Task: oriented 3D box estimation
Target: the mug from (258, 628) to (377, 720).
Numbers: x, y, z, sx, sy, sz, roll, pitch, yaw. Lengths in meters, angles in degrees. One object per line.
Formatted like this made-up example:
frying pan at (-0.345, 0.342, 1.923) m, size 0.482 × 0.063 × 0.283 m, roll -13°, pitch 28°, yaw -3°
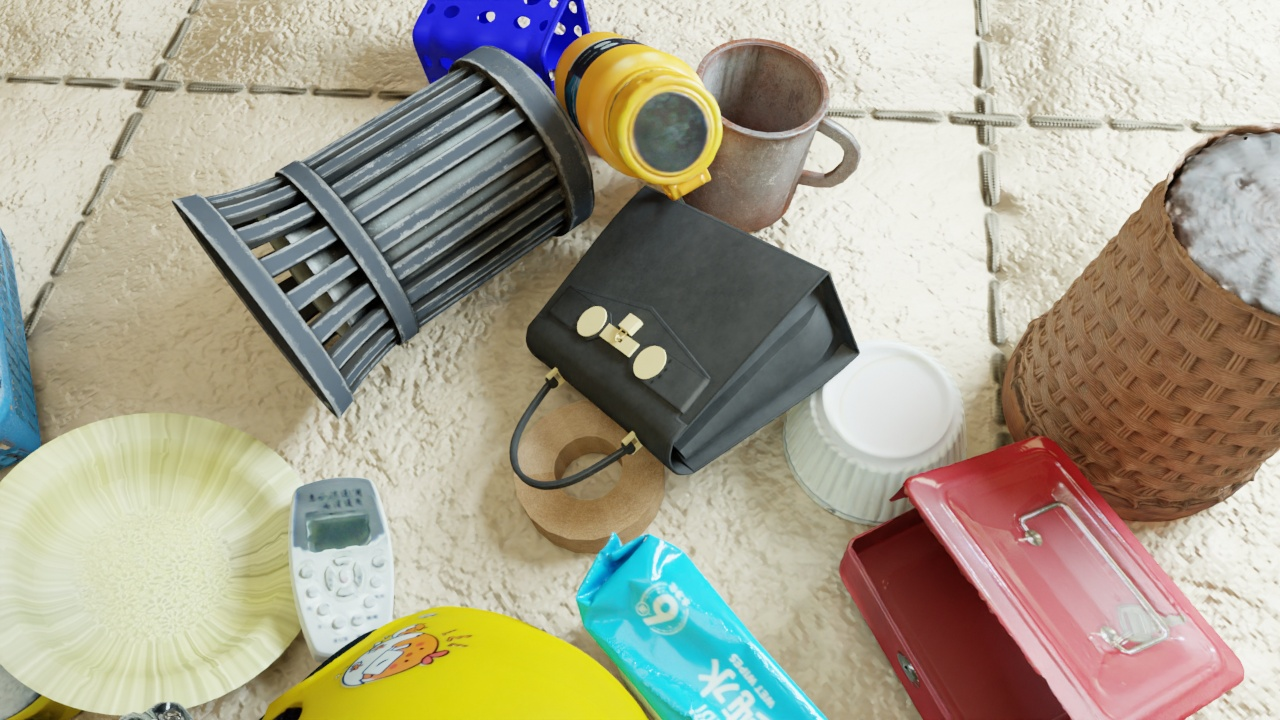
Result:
mug at (-0.141, 0.216, 0.489) m, size 0.094 × 0.085 × 0.121 m, roll -41°, pitch 93°, yaw -20°

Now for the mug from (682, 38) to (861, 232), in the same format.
mug at (0.091, -0.149, 0.645) m, size 0.123 × 0.110 × 0.096 m, roll 24°, pitch 67°, yaw 7°

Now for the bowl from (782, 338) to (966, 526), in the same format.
bowl at (0.147, 0.037, 0.564) m, size 0.115 × 0.062 × 0.115 m, roll -2°, pitch 61°, yaw 4°

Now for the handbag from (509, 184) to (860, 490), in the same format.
handbag at (-0.003, 0.003, 0.567) m, size 0.195 × 0.072 × 0.176 m, roll -43°, pitch 43°, yaw -11°

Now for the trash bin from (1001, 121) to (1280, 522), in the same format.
trash bin at (0.299, -0.017, 0.496) m, size 0.151 × 0.210 × 0.151 m, roll -2°, pitch 60°, yaw 4°

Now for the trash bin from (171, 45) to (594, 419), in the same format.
trash bin at (-0.157, -0.095, 0.615) m, size 0.227 × 0.164 × 0.164 m, roll -38°, pitch 65°, yaw -19°

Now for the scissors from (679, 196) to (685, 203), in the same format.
scissors at (0.034, -0.166, 0.716) m, size 0.101 × 0.016 × 0.178 m, roll -33°, pitch 63°, yaw -13°

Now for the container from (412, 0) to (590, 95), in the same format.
container at (-0.109, -0.252, 0.737) m, size 0.114 × 0.084 × 0.085 m, roll 13°, pitch 65°, yaw 14°

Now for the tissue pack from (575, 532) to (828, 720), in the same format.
tissue pack at (0.052, 0.183, 0.464) m, size 0.066 × 0.117 × 0.209 m, roll -40°, pitch 66°, yaw -13°

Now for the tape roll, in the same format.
tape roll at (-0.031, 0.073, 0.582) m, size 0.094 × 0.027 × 0.093 m, roll -2°, pitch 61°, yaw 4°

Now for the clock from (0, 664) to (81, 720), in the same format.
clock at (-0.364, 0.187, 0.534) m, size 0.083 × 0.057 × 0.118 m, roll 5°, pitch 62°, yaw 7°

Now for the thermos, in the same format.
thermos at (0.000, -0.166, 0.606) m, size 0.076 × 0.091 × 0.232 m, roll -56°, pitch 23°, yaw 13°

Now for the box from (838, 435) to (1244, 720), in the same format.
box at (0.203, 0.139, 0.494) m, size 0.136 × 0.127 × 0.157 m, roll -12°, pitch 55°, yaw -25°

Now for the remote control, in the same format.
remote control at (-0.182, 0.126, 0.558) m, size 0.060 × 0.028 × 0.114 m, roll -3°, pitch 59°, yaw -21°

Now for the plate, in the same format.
plate at (-0.288, 0.120, 0.548) m, size 0.184 × 0.036 × 0.184 m, roll 17°, pitch 50°, yaw -21°

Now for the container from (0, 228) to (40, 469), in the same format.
container at (-0.596, 0.030, 0.624) m, size 0.362 × 0.089 × 0.257 m, roll -24°, pitch 62°, yaw -8°

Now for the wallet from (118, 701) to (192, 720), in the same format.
wallet at (-0.249, 0.252, 0.459) m, size 0.100 × 0.054 × 0.132 m, roll 39°, pitch 114°, yaw 26°

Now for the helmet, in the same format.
helmet at (-0.079, 0.224, 0.385) m, size 0.239 × 0.140 × 0.209 m, roll -39°, pitch 95°, yaw -29°
